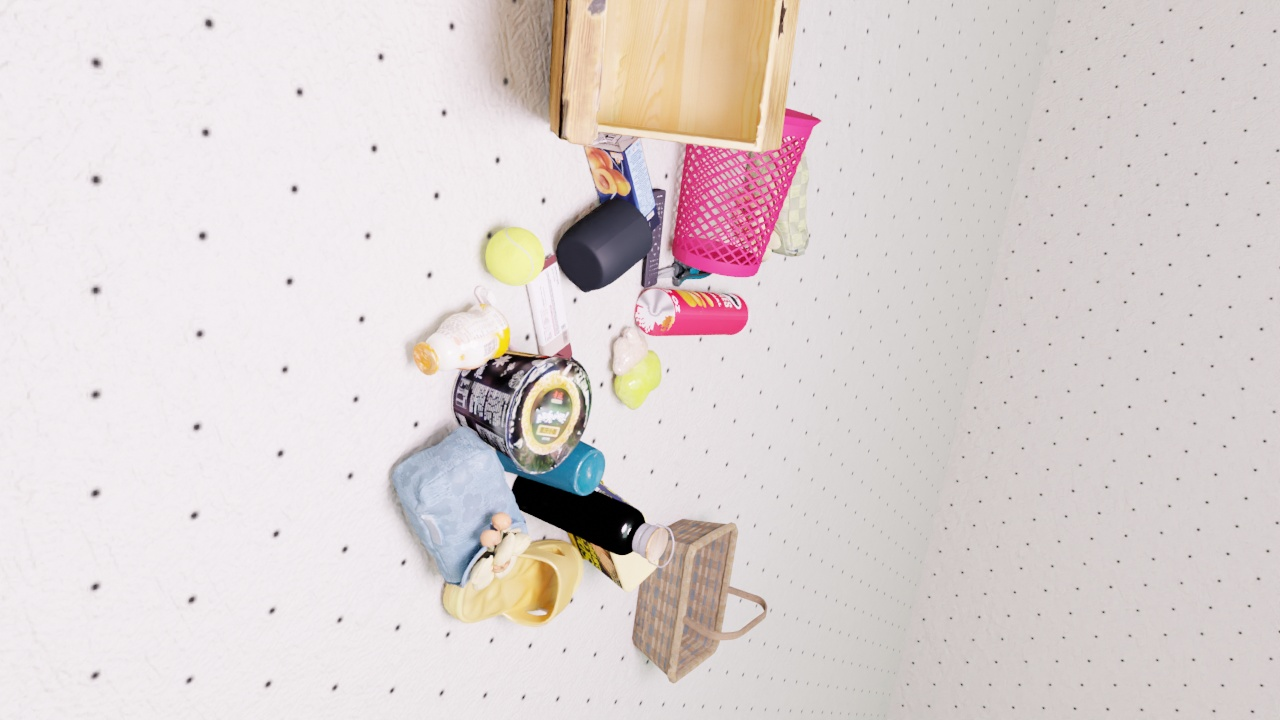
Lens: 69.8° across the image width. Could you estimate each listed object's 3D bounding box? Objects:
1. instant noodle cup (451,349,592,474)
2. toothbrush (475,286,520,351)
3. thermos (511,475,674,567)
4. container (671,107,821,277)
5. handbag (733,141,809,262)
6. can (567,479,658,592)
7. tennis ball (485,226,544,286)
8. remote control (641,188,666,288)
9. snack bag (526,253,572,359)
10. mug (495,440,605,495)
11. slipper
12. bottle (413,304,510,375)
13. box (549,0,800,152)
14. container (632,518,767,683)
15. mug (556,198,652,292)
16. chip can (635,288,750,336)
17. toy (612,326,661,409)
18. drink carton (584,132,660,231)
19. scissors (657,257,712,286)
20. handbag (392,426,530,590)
[{"bbox_3d":[-0.142,0.047,1.047,0.137,0.112,0.137,-28,126,-47],"label":"instant noodle cup"},{"bbox_3d":[-0.152,-0.022,1.087,0.015,0.018,0.181,-54,144,-26],"label":"toothbrush"},{"bbox_3d":[-0.055,0.194,1.133,0.061,0.232,0.061,-29,128,-47],"label":"thermos"},{"bbox_3d":[0.129,-0.242,1.274,0.182,0.183,0.226,-16,125,-52],"label":"container"},{"bbox_3d":[0.196,-0.247,1.427,0.116,0.113,0.187,-20,119,-35],"label":"handbag"},{"bbox_3d":[-0.041,0.244,1.279,0.075,0.104,0.135,-39,138,-24],"label":"can"},{"bbox_3d":[-0.139,-0.115,1.017,0.065,0.065,0.065,-29,128,-47],"label":"tennis ball"},{"bbox_3d":[0.015,-0.168,1.268,0.032,0.015,0.137,-24,126,-49],"label":"remote control"},{"bbox_3d":[-0.112,-0.050,1.135,0.056,0.013,0.158,-42,137,-41],"label":"snack bag"},{"bbox_3d":[-0.107,0.119,1.123,0.078,0.121,0.078,-30,128,-47],"label":"mug"},{"bbox_3d":[-0.142,0.294,1.196,0.263,0.078,0.099,9,95,-57],"label":"slipper"},{"bbox_3d":[-0.192,-0.019,0.986,0.108,0.063,0.063,-30,128,-46],"label":"bottle"},{"bbox_3d":[-0.010,-0.364,0.937,0.314,0.282,0.279,-33,132,-61],"label":"box"},{"bbox_3d":[0.105,0.397,1.508,0.157,0.186,0.250,-14,116,-53],"label":"container"},{"bbox_3d":[-0.051,-0.129,1.139,0.094,0.085,0.122,-43,166,-37],"label":"mug"},{"bbox_3d":[0.081,-0.070,1.362,0.220,0.069,0.069,-3,107,-55],"label":"chip can"},{"bbox_3d":[-0.008,0.008,1.290,0.091,0.046,0.115,-47,133,-35],"label":"toy"},{"bbox_3d":[-0.020,-0.217,1.146,0.040,0.064,0.130,-48,140,-32],"label":"drink carton"},{"bbox_3d":[0.071,-0.132,1.365,0.128,0.019,0.140,-61,144,-17],"label":"scissors"},{"bbox_3d":[-0.188,0.175,1.028,0.121,0.118,0.192,-32,135,-22],"label":"handbag"}]
